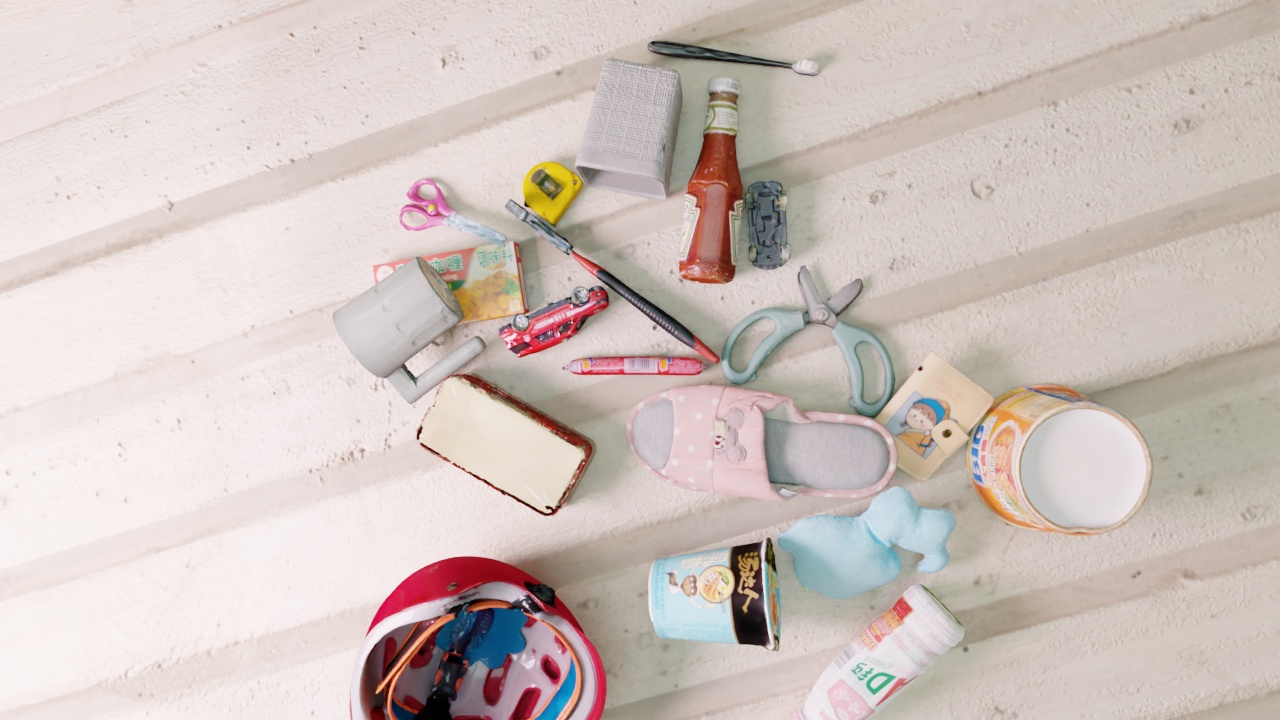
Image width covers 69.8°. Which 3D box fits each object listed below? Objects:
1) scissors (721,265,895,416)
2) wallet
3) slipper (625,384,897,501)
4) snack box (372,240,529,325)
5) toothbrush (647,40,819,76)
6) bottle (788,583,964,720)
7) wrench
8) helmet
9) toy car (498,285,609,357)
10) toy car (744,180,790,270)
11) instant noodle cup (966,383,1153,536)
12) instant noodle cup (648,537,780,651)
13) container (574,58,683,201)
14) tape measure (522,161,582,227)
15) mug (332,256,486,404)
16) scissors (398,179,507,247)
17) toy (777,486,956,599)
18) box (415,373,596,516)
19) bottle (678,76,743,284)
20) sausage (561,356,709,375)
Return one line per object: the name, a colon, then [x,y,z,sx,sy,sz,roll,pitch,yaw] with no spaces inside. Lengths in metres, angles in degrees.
scissors: [0.177,-0.002,0.942,0.174,0.019,0.170,-34,86,4]
wallet: [0.289,0.060,0.922,0.087,0.024,0.115,36,101,-3]
slipper: [0.117,0.086,0.921,0.274,0.054,0.114,7,94,12]
snack box: [-0.201,-0.075,0.975,0.156,0.027,0.077,-9,90,6]
toothbrush: [0.096,-0.315,0.952,0.181,0.018,0.015,10,94,7]
bottle: [0.230,0.311,0.914,0.068,0.068,0.197,44,97,4]
wrench: [-0.028,-0.081,0.949,0.273,0.056,0.016,37,96,1]
helmet: [-0.159,0.289,0.916,0.240,0.144,0.207,23,103,-19]
toy car: [-0.087,-0.041,0.953,0.120,0.053,0.045,-26,89,8]
toy car: [0.129,-0.138,0.939,0.043,0.034,0.090,-5,92,3]
instant noodle cup: [0.401,0.098,0.872,0.151,0.111,0.151,0,90,6]
instant noodle cup: [0.073,0.235,0.913,0.120,0.111,0.111,-6,89,13]
container: [-0.006,-0.233,0.926,0.090,0.090,0.114,12,88,5]
tape measure: [-0.096,-0.180,0.964,0.057,0.029,0.060,37,93,5]
mug: [-0.231,-0.030,0.932,0.103,0.083,0.124,-35,114,4]
scissors: [-0.198,-0.145,0.969,0.135,0.017,0.063,28,86,17]
toy: [0.222,0.188,0.916,0.161,0.049,0.156,26,111,-6]
box: [-0.138,0.084,0.943,0.168,0.079,0.091,29,93,5]
bottle: [0.076,-0.182,0.932,0.060,0.059,0.206,5,90,6]
sausage: [-0.006,0.006,0.960,0.156,0.020,0.020,0,90,6]
